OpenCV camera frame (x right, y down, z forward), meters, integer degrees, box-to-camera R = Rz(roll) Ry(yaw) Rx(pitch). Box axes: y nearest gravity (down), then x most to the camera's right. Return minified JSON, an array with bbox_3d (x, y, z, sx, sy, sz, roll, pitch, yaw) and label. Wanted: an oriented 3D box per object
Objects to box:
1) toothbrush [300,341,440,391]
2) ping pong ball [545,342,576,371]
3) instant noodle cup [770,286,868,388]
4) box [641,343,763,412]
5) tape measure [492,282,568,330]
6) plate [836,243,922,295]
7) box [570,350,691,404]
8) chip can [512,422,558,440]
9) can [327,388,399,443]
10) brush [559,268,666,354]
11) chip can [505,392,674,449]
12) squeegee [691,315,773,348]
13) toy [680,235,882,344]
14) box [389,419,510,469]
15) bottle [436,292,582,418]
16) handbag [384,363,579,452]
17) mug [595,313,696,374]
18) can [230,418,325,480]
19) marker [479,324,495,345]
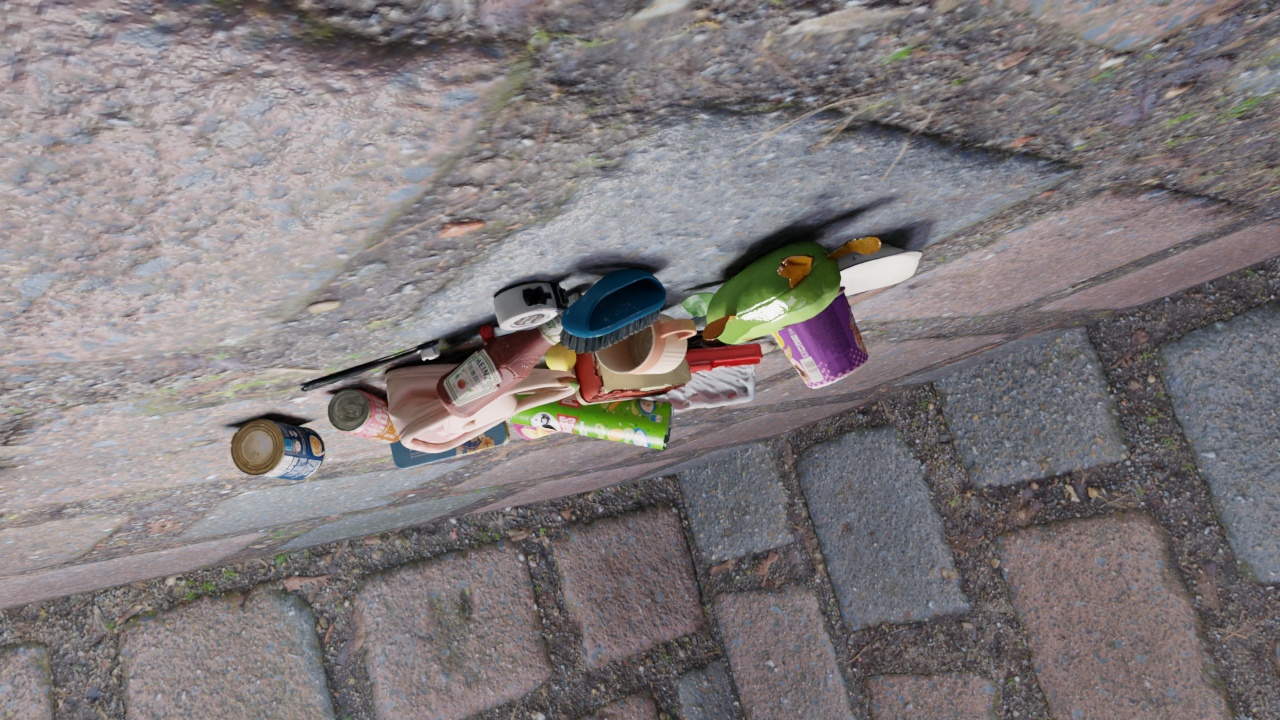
[{"bbox_3d":[-0.316,0.011,1.069,0.181,0.018,0.015,-16,172,11],"label":"toothbrush"},{"bbox_3d":[-0.105,-0.004,1.207,0.040,0.040,0.040,-15,169,-3],"label":"ping pong ball"},{"bbox_3d":[0.227,-0.026,1.148,0.111,0.099,0.111,-29,-175,3],"label":"instant noodle cup"},{"bbox_3d":[0.086,0.031,1.419,0.201,0.098,0.119,-6,179,-6],"label":"box"},{"bbox_3d":[-0.119,-0.057,0.960,0.066,0.033,0.065,-26,167,36],"label":"tape measure"},{"bbox_3d":[0.279,-0.115,1.197,0.164,0.034,0.163,-17,168,8],"label":"plate"},{"bbox_3d":[-0.008,0.007,1.261,0.168,0.091,0.076,-5,168,-42],"label":"box"},{"bbox_3d":[-0.111,0.071,1.444,0.211,0.071,0.071,-20,169,40],"label":"chip can"},{"bbox_3d":[-0.356,0.075,1.210,0.058,0.058,0.147,-16,169,2],"label":"can"},{"bbox_3d":[-0.026,-0.060,0.976,0.143,0.055,0.074,-27,141,-42],"label":"brush"},{"bbox_3d":[-0.072,0.075,1.319,0.236,0.072,0.072,10,169,3],"label":"chip can"},{"bbox_3d":[0.132,-0.054,1.277,0.248,0.040,0.249,-8,175,33],"label":"squeegee"},{"bbox_3d":[0.156,-0.079,1.059,0.226,0.090,0.247,-26,179,-32],"label":"toy"},{"bbox_3d":[-0.289,0.104,1.358,0.184,0.089,0.061,-16,175,-6],"label":"box"},{"bbox_3d":[-0.141,-0.008,1.041,0.206,0.059,0.059,-34,163,18],"label":"bottle"},{"bbox_3d":[-0.196,0.047,1.189,0.234,0.093,0.193,-13,170,-1],"label":"handbag"},{"bbox_3d":[0.016,-0.028,1.147,0.115,0.081,0.105,-19,170,25],"label":"mug"},{"bbox_3d":[-0.480,0.119,1.217,0.075,0.075,0.111,-17,168,5],"label":"can"},{"bbox_3d":[-0.180,-0.017,1.110,0.017,0.017,0.145,-14,168,-7],"label":"marker"}]
